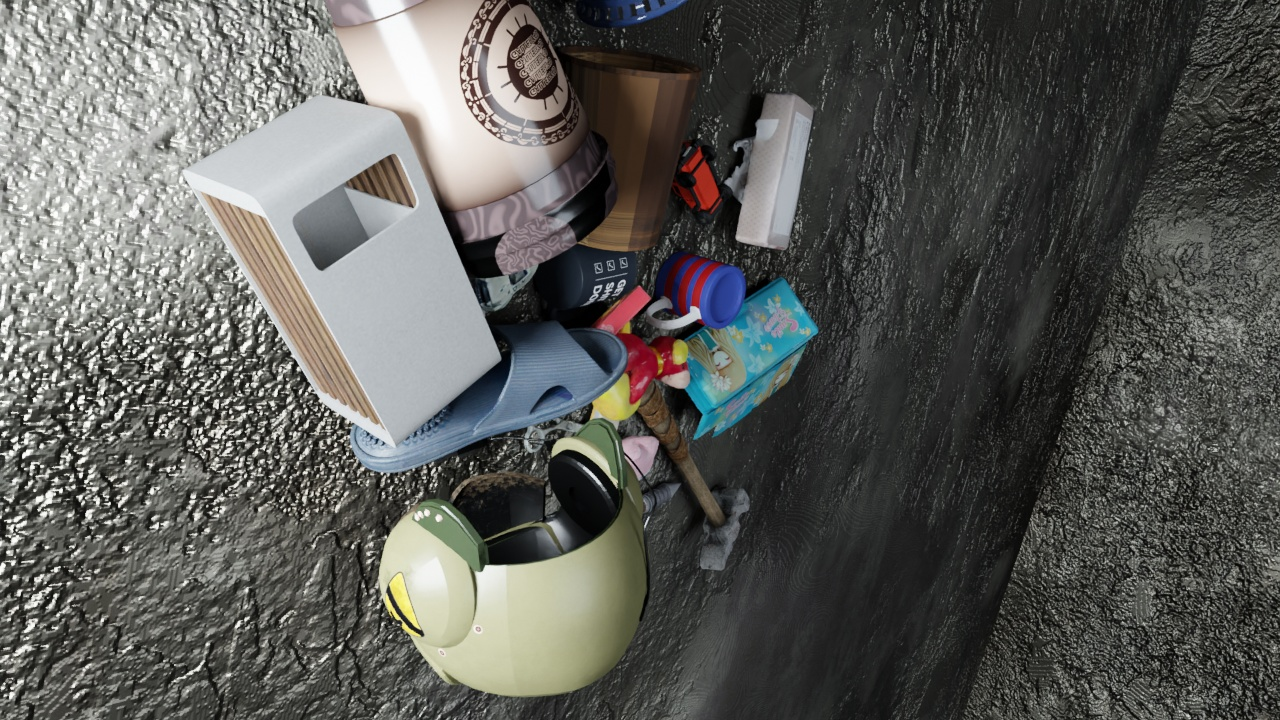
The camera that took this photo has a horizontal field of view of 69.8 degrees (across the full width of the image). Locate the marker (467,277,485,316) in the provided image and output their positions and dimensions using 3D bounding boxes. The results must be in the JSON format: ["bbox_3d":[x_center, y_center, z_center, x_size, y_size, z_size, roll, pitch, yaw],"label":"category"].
[{"bbox_3d":[-0.157,-0.063,0.851,0.025,0.025,0.126,-22,123,-42],"label":"marker"}]

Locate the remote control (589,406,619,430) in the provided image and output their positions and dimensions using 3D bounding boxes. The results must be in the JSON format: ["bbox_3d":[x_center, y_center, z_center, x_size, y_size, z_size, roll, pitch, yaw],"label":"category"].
[{"bbox_3d":[-0.034,0.045,1.045,0.038,0.018,0.125,22,82,-53],"label":"remote control"}]

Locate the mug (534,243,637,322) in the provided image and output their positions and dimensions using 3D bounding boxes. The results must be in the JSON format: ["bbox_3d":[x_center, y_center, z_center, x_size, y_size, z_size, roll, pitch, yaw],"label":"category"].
[{"bbox_3d":[-0.061,-0.080,0.930,0.077,0.071,0.105,-18,147,-44],"label":"mug"}]

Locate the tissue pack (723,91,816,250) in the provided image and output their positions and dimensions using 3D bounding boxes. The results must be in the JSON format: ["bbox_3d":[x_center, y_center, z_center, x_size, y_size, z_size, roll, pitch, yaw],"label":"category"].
[{"bbox_3d":[0.156,-0.231,1.117,0.103,0.071,0.181,-8,113,-61],"label":"tissue pack"}]

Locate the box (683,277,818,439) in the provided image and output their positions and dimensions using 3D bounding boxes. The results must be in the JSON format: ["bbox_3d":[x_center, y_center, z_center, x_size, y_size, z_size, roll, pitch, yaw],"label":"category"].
[{"bbox_3d":[0.139,0.009,1.182,0.226,0.084,0.172,-33,120,-37],"label":"box"}]

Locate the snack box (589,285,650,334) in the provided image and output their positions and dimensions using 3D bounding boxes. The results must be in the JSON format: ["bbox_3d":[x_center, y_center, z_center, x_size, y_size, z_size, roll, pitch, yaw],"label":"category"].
[{"bbox_3d":[-0.053,-0.018,0.952,0.021,0.089,0.132,47,64,-6],"label":"snack box"}]

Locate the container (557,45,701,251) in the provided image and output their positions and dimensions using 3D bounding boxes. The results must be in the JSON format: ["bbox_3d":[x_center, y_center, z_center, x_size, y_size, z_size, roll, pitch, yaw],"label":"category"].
[{"bbox_3d":[-0.021,-0.200,0.872,0.131,0.132,0.167,-18,127,-44],"label":"container"}]

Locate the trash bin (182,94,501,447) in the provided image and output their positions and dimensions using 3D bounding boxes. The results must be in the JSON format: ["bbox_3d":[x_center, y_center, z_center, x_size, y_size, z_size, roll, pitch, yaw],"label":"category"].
[{"bbox_3d":[-0.218,-0.066,0.704,0.114,0.114,0.229,-43,135,-29],"label":"trash bin"}]

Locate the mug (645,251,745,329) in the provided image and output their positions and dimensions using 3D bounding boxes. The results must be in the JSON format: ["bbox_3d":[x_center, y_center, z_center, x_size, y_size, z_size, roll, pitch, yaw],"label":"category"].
[{"bbox_3d":[0.058,-0.071,1.060,0.111,0.076,0.075,-42,135,-29],"label":"mug"}]

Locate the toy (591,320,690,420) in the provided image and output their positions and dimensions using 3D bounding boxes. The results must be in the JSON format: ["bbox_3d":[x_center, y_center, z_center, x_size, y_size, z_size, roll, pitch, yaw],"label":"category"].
[{"bbox_3d":[-0.006,0.006,1.016,0.137,0.067,0.106,-22,112,-36],"label":"toy"}]

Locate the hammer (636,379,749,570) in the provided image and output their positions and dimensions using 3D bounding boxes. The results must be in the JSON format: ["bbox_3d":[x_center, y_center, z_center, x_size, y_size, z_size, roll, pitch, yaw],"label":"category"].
[{"bbox_3d":[0.062,0.141,1.181,0.319,0.049,0.121,61,41,-39],"label":"hammer"}]

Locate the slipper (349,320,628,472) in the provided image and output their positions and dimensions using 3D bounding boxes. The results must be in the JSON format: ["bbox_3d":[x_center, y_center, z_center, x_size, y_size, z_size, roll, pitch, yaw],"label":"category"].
[{"bbox_3d":[-0.137,0.011,0.823,0.263,0.101,0.083,-23,134,-20],"label":"slipper"}]

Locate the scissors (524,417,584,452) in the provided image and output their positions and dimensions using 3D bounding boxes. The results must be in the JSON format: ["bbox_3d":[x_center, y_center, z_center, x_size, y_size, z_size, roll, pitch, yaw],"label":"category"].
[{"bbox_3d":[-0.086,0.062,1.007,0.171,0.014,0.090,-17,104,-56],"label":"scissors"}]

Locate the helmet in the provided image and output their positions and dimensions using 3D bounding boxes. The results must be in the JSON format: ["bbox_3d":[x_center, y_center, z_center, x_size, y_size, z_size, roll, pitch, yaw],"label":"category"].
[{"bbox_3d":[-0.116,0.175,0.812,0.249,0.256,0.233,-25,123,-40],"label":"helmet"}]

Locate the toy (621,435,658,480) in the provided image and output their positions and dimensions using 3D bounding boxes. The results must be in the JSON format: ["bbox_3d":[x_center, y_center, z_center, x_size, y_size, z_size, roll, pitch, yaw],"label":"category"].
[{"bbox_3d":[-0.012,0.115,1.068,0.098,0.096,0.052,-34,86,-36],"label":"toy"}]

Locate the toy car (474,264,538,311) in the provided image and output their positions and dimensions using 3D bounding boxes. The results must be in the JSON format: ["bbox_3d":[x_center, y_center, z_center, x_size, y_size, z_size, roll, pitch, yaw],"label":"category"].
[{"bbox_3d":[-0.119,-0.089,0.856,0.048,0.033,0.105,85,25,-42],"label":"toy car"}]

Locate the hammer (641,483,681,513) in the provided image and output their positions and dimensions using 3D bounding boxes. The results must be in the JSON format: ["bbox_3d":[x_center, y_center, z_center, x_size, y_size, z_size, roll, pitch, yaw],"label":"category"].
[{"bbox_3d":[-0.052,0.204,1.097,0.321,0.043,0.156,-22,123,-46],"label":"hammer"}]

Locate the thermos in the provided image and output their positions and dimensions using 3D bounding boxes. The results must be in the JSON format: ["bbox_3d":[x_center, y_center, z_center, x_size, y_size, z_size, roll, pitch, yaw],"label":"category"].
[{"bbox_3d":[-0.131,-0.203,0.711,0.172,0.173,0.226,-45,130,-27],"label":"thermos"}]

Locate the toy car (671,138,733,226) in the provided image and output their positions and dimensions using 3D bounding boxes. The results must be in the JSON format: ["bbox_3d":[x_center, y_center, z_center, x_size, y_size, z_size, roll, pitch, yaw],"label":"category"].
[{"bbox_3d":[0.062,-0.200,1.024,0.051,0.049,0.100,-54,140,-18],"label":"toy car"}]

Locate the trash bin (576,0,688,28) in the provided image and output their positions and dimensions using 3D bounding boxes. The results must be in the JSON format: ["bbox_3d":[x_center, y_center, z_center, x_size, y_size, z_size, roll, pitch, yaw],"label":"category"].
[{"bbox_3d":[-0.035,-0.418,0.737,0.139,0.139,0.250,-50,137,-22],"label":"trash bin"}]
